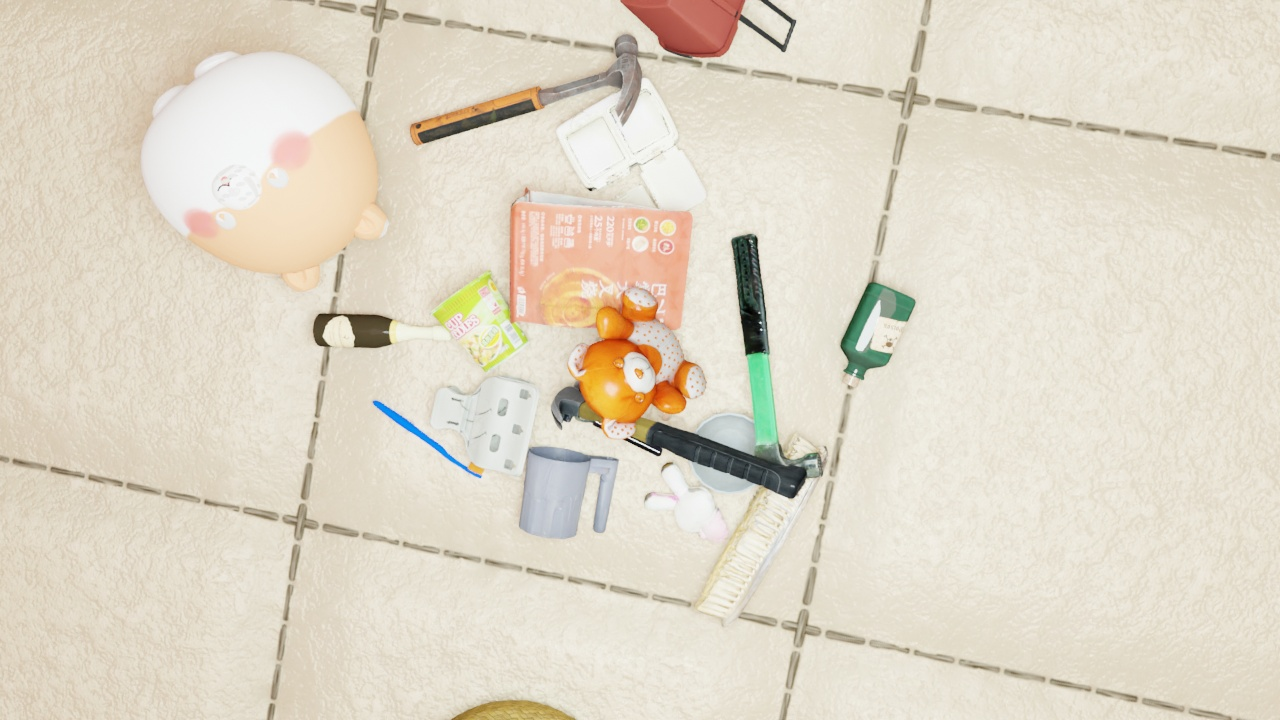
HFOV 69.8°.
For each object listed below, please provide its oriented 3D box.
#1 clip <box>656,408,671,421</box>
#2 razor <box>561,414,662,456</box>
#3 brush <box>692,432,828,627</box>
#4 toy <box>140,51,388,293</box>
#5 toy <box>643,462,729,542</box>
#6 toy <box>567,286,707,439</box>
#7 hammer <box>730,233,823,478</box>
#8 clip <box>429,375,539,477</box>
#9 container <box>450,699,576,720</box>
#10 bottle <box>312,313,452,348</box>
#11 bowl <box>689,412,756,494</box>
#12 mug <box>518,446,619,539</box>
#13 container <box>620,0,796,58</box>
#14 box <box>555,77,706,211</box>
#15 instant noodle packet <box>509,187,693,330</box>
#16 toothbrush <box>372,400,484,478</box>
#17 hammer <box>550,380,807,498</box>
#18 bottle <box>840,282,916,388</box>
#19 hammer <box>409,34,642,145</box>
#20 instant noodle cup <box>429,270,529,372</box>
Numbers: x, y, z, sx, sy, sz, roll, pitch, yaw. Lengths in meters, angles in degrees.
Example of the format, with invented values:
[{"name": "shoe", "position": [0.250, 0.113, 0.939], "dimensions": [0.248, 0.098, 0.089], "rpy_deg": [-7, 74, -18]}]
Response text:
[{"name": "clip", "position": [0.027, 0.049, 1.220], "dimensions": [0.024, 0.041, 0.061], "rpy_deg": [-13, 111, 7]}, {"name": "razor", "position": [-0.036, 0.092, 1.224], "dimensions": [0.144, 0.022, 0.043], "rpy_deg": [26, 97, 3]}, {"name": "brush", "position": [0.157, 0.220, 1.183], "dimensions": [0.056, 0.083, 0.271], "rpy_deg": [29, 97, 2]}, {"name": "toy", "position": [-0.454, -0.231, 1.127], "dimensions": [0.263, 0.265, 0.281], "rpy_deg": [-35, 105, 9]}, {"name": "toy", "position": [0.066, 0.193, 1.208], "dimensions": [0.122, 0.037, 0.079], "rpy_deg": [38, 118, 14]}, {"name": "toy", "position": [-0.006, 0.006, 1.111], "dimensions": [0.093, 0.172, 0.164], "rpy_deg": [-22, 104, 45]}, {"name": "hammer", "position": [0.147, -0.005, 1.156], "dimensions": [0.130, 0.032, 0.318], "rpy_deg": [-10, 77, 25]}, {"name": "clip", "position": [-0.203, 0.078, 1.231], "dimensions": [0.152, 0.095, 0.126], "rpy_deg": [14, 91, 26]}, {"name": "container", "position": [-0.176, 0.605, 1.186], "dimensions": [0.307, 0.196, 0.307], "rpy_deg": [0, 92, 4]}, {"name": "bottle", "position": [-0.343, -0.039, 1.234], "dimensions": [0.184, 0.045, 0.045], "rpy_deg": [2, 94, 6]}, {"name": "bowl", "position": [0.117, 0.119, 1.202], "dimensions": [0.106, 0.039, 0.106], "rpy_deg": [0, 94, 6]}, {"name": "mug", "position": [-0.095, 0.175, 1.214], "dimensions": [0.123, 0.084, 0.104], "rpy_deg": [8, 96, -22]}, {"name": "container", "position": [0.086, -0.451, 1.142], "dimensions": [0.127, 0.200, 0.148], "rpy_deg": [24, 97, 40]}, {"name": "box", "position": [-0.010, -0.257, 1.186], "dimensions": [0.143, 0.050, 0.184], "rpy_deg": [-30, 89, 7]}, {"name": "instant noodle packet", "position": [-0.050, -0.121, 1.159], "dimensions": [0.221, 0.083, 0.165], "rpy_deg": [6, 116, 4]}, {"name": "toothbrush", "position": [-0.290, 0.105, 1.253], "dimensions": [0.182, 0.016, 0.018], "rpy_deg": [35, 91, 2]}, {"name": "hammer", "position": [0.038, 0.097, 1.124], "dimensions": [0.333, 0.117, 0.025], "rpy_deg": [19, 117, 22]}, {"name": "bottle", "position": [0.292, -0.028, 1.164], "dimensions": [0.061, 0.061, 0.131], "rpy_deg": [24, 96, 1]}, {"name": "hammer", "position": [-0.150, -0.323, 1.181], "dimensions": [0.315, 0.035, 0.137], "rpy_deg": [-13, 55, 12]}, {"name": "instant noodle cup", "position": [-0.205, -0.047, 1.200], "dimensions": [0.099, 0.099, 0.108], "rpy_deg": [-34, 97, 7]}]
